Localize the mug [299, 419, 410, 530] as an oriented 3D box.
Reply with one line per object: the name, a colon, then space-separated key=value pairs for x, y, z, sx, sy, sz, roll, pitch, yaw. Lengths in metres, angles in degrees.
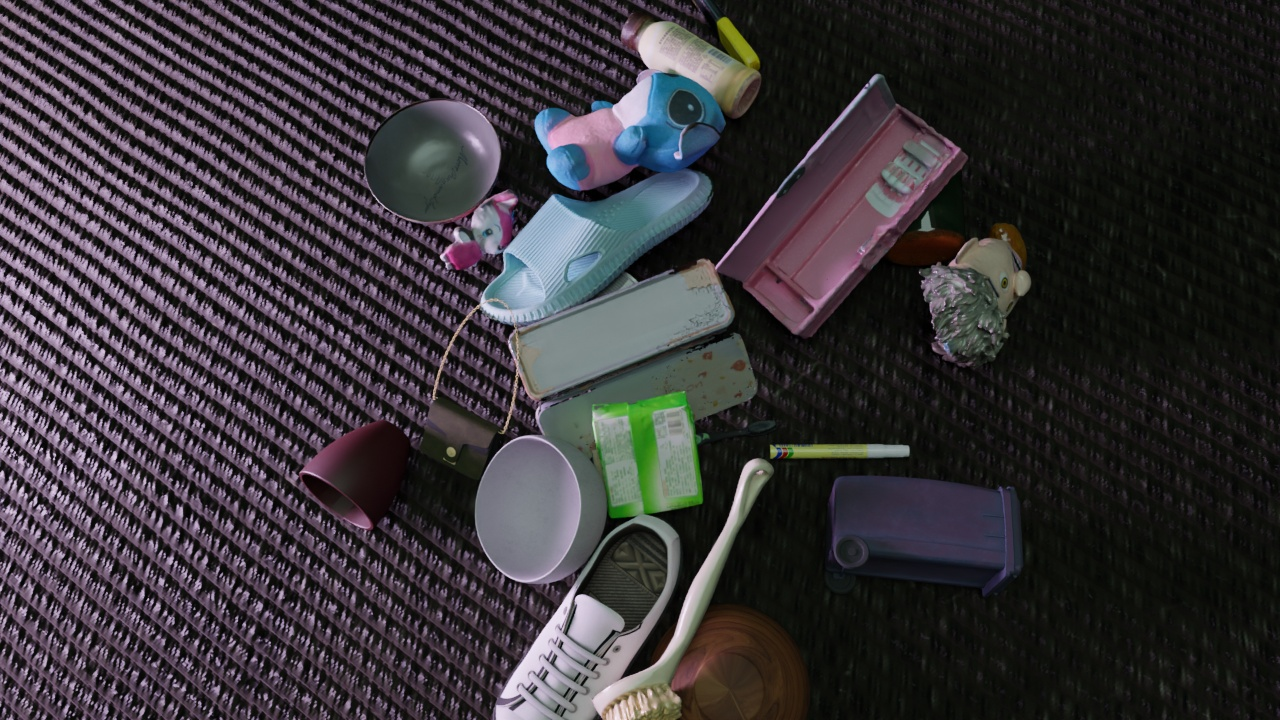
mug: x=-0.276 y=0.101 z=0.897 sx=0.114 sy=0.087 sz=0.088 roll=7 pitch=49 yaw=39

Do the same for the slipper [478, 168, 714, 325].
slipper: x=-0.048 y=-0.130 z=0.935 sx=0.276 sy=0.069 sz=0.116 roll=-35 pitch=44 yaw=-10

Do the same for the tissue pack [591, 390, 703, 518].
tissue pack: x=0.005 y=0.092 z=0.871 sx=0.099 sy=0.034 sz=0.114 roll=-8 pitch=103 yaw=1

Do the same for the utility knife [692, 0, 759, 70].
utility knife: x=0.078 y=-0.403 z=1.049 sx=0.020 sy=0.029 sz=0.197 roll=-29 pitch=73 yaw=-10

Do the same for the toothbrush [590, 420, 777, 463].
toothbrush: x=0.043 y=0.080 z=0.896 sx=0.188 sy=0.017 sz=0.014 roll=-11 pitch=71 yaw=-4

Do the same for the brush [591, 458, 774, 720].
brush: x=0.045 y=0.206 z=0.783 sx=0.077 sy=0.062 sz=0.272 roll=25 pitch=82 yaw=35

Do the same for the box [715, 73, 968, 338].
box: x=0.182 y=-0.142 z=0.863 sx=0.233 sy=0.115 sz=0.099 roll=-49 pitch=57 yaw=14

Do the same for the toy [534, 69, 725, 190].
toy: x=-0.006 y=-0.228 z=0.928 sx=0.191 sy=0.099 sz=0.223 roll=-15 pitch=33 yaw=-1

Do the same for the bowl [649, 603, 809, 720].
bowl: x=0.077 y=0.287 z=0.804 sx=0.147 sy=0.069 sz=0.147 roll=-1 pitch=72 yaw=4

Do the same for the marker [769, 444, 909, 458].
marker: x=0.192 y=0.088 z=0.889 sx=0.132 sy=0.014 sz=0.014 roll=-1 pitch=72 yaw=4

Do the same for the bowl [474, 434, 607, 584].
bowl: x=-0.085 y=0.138 z=0.855 sx=0.132 sy=0.064 sz=0.131 roll=-8 pitch=77 yaw=36

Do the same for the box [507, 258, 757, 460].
box: x=-0.006 y=0.005 z=0.893 sx=0.216 sy=0.063 sz=0.157 roll=-21 pitch=106 yaw=-4

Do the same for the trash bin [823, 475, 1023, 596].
trash bin: x=0.251 y=0.160 z=0.821 sx=0.161 sy=0.094 sz=0.092 roll=4 pitch=63 yaw=8

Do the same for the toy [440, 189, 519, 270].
toy: x=-0.159 y=-0.127 z=0.959 sx=0.102 sy=0.065 sz=0.050 roll=-43 pitch=73 yaw=-11

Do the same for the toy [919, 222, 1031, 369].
toy: x=0.334 y=-0.067 z=0.885 sx=0.076 sy=0.133 sz=0.175 roll=14 pitch=54 yaw=41

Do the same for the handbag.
handbag: x=-0.158 y=0.025 z=0.877 sx=0.084 sy=0.027 sz=0.178 roll=26 pitch=112 yaw=12

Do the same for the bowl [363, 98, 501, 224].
bowl: x=-0.218 y=-0.205 z=0.994 sx=0.151 sy=0.057 sz=0.150 roll=-1 pitch=72 yaw=4

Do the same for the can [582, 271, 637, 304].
can: x=-0.044 y=-0.042 z=0.934 sx=0.044 sy=0.044 sz=0.106 roll=42 pitch=80 yaw=15

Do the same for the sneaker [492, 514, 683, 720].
sneaker: x=-0.042 y=0.242 z=0.814 sx=0.091 sy=0.097 sz=0.245 roll=35 pitch=77 yaw=14

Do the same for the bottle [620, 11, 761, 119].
bottle: x=0.053 y=-0.330 z=1.013 sx=0.162 sy=0.056 sz=0.056 roll=35 pitch=78 yaw=14

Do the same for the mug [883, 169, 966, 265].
mug: x=0.267 y=-0.145 z=0.922 sx=0.111 sy=0.085 sz=0.081 roll=0 pitch=74 yaw=6
